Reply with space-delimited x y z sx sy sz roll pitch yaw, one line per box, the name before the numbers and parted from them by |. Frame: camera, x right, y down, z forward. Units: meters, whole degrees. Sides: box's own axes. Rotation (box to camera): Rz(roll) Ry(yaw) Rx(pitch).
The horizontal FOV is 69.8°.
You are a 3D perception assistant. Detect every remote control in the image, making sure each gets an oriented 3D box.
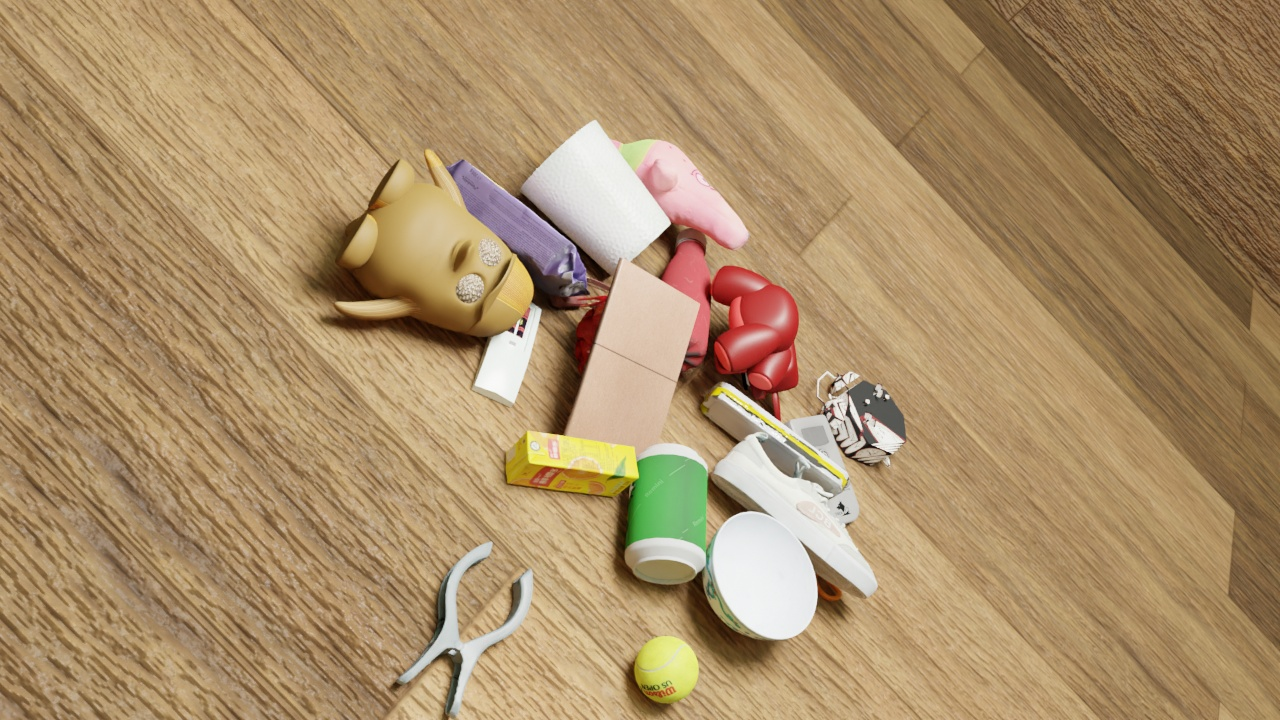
remote control | 0.246 0.147 1.231 0.074 0.019 0.151 -5 70 -38
remote control | -0.150 -0.018 1.056 0.049 0.024 0.143 27 49 -20

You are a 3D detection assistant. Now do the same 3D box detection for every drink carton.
drink carton | -0.075 0.113 1.001 0.134 0.059 0.042 12 54 -30

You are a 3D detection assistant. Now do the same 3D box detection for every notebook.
notebook | -0.006 0.006 1.058 0.141 0.008 0.209 26 77 -43

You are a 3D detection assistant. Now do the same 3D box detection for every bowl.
bowl | 0.120 0.253 1.040 0.144 0.074 0.143 18 53 -26

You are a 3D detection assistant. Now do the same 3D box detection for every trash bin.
trash bin | -0.052 -0.203 1.183 0.161 0.134 0.133 48 45 -7

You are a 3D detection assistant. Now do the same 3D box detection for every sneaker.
sneaker | 0.204 0.184 1.115 0.242 0.090 0.090 41 73 4

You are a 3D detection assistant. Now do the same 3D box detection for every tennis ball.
tennis ball | 0.027 0.315 0.937 0.065 0.065 0.065 18 53 -26

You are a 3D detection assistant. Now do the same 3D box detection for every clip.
clip | -0.181 0.237 0.867 0.127 0.028 0.166 39 45 -6

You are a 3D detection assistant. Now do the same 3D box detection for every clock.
clock | 0.313 0.073 1.305 0.154 0.065 0.114 40 46 -9

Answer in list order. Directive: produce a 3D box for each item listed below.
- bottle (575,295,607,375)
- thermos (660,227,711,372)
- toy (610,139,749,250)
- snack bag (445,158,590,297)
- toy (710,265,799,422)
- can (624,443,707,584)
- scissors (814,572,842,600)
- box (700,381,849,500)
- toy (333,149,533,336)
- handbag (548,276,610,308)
bottle | -0.033 -0.031 1.101 0.099 0.099 0.110 37 53 -11
thermos | 0.059 -0.092 1.224 0.073 0.073 0.239 28 43 -19
toy | 0.050 -0.231 1.253 0.237 0.097 0.191 37 11 12
snack bag | -0.147 -0.147 1.074 0.205 0.096 0.058 39 83 11
toy | 0.155 -0.018 1.206 0.197 0.121 0.158 63 19 -54
can | 0.030 0.170 1.020 0.087 0.088 0.139 22 51 -23
scissors | 0.219 0.238 1.165 0.096 0.012 0.133 -34 83 -41
box | 0.169 0.105 1.167 0.209 0.064 0.033 36 60 -1
toy | -0.208 -0.101 0.984 0.203 0.163 0.198 33 75 -24
handbag | -0.062 -0.085 1.167 0.119 0.029 0.055 10 59 -37
